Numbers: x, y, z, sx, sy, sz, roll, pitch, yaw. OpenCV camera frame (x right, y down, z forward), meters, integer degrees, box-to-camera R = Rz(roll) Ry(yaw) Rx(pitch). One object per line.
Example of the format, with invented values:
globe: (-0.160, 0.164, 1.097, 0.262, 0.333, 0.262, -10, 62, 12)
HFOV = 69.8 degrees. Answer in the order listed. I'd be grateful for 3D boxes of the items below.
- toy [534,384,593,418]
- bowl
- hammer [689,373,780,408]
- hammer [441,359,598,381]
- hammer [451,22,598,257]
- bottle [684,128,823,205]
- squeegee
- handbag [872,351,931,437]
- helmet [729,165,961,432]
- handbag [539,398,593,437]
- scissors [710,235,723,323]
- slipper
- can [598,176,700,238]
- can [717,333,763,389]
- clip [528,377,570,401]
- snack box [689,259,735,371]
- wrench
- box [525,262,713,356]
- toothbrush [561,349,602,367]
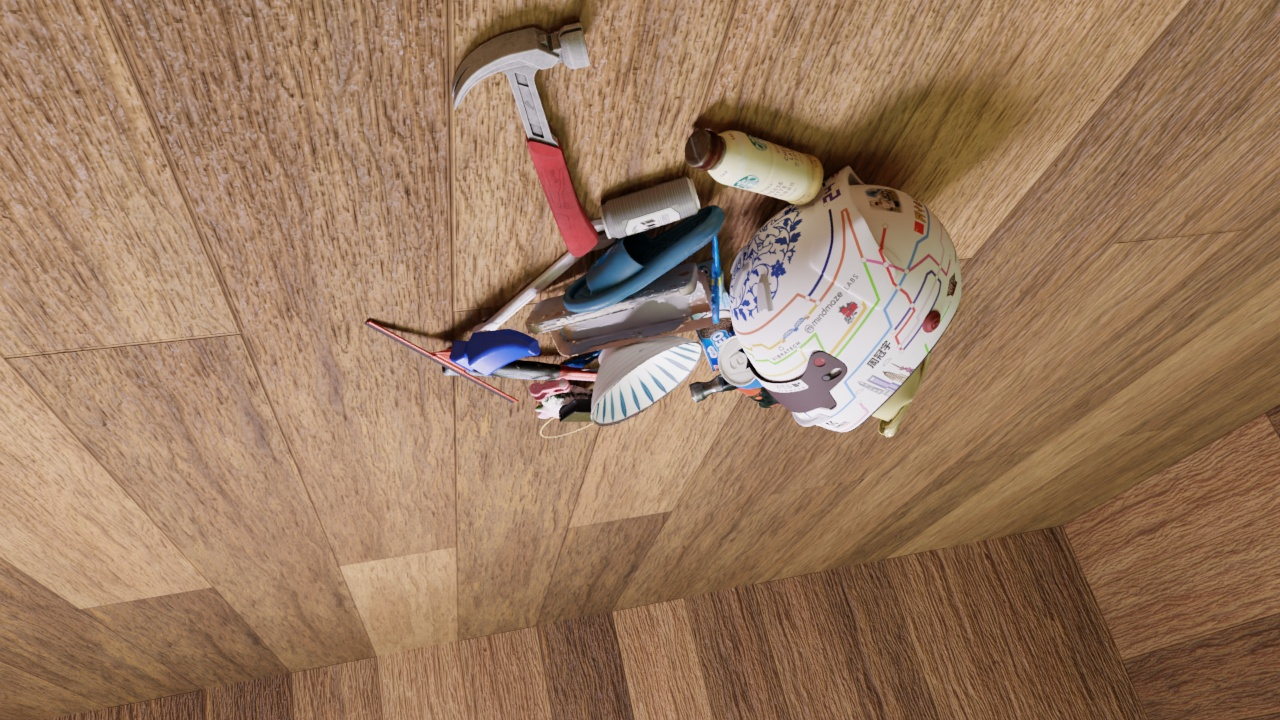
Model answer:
toy: (-0.121, 0.064, 1.424, 0.095, 0.041, 0.109, 3, 155, -30)
bowl: (-0.007, 0.007, 1.227, 0.177, 0.071, 0.177, -31, 160, -12)
hammer: (0.186, 0.049, 1.489, 0.133, 0.033, 0.333, -21, 166, 15)
hammer: (-0.114, 0.012, 1.301, 0.325, 0.036, 0.141, 4, 150, -24)
hammer: (-0.092, -0.197, 0.911, 0.126, 0.036, 0.316, -12, 153, 2)
bottle: (0.121, -0.208, 0.975, 0.161, 0.056, 0.057, 7, 147, -36)
squeegee: (-0.191, -0.011, 1.153, 0.185, 0.055, 0.249, -4, 152, 44)
handbag: (0.336, 0.008, 1.397, 0.232, 0.190, 0.089, 16, 160, -26)
helmet: (0.221, -0.070, 1.097, 0.236, 0.230, 0.315, 24, 126, -15)
handbag: (-0.106, 0.093, 1.423, 0.084, 0.027, 0.178, 2, 160, -28)
scissors: (0.094, -0.113, 1.108, 0.019, 0.132, 0.104, 0, -167, 7)
slipper: (-0.001, -0.125, 1.058, 0.214, 0.103, 0.059, -28, 110, 17)
can: (0.010, -0.168, 1.013, 0.107, 0.044, 0.044, -17, 154, 5)
can: (0.178, -0.004, 1.277, 0.145, 0.079, 0.079, -6, 157, -49)
clip: (-0.128, 0.037, 1.288, 0.058, 0.022, 0.037, -15, 151, 3)
snack box: (0.101, -0.057, 1.270, 0.059, 0.059, 0.226, -20, 154, 4)
wrench: (-0.125, -0.094, 1.134, 0.047, 0.009, 0.274, 13, 144, -43)
box: (-0.021, -0.052, 1.132, 0.217, 0.096, 0.105, -12, 127, 17)
toothbrush: (-0.070, -0.007, 1.331, 0.132, 0.016, 0.021, -26, 147, 23)
